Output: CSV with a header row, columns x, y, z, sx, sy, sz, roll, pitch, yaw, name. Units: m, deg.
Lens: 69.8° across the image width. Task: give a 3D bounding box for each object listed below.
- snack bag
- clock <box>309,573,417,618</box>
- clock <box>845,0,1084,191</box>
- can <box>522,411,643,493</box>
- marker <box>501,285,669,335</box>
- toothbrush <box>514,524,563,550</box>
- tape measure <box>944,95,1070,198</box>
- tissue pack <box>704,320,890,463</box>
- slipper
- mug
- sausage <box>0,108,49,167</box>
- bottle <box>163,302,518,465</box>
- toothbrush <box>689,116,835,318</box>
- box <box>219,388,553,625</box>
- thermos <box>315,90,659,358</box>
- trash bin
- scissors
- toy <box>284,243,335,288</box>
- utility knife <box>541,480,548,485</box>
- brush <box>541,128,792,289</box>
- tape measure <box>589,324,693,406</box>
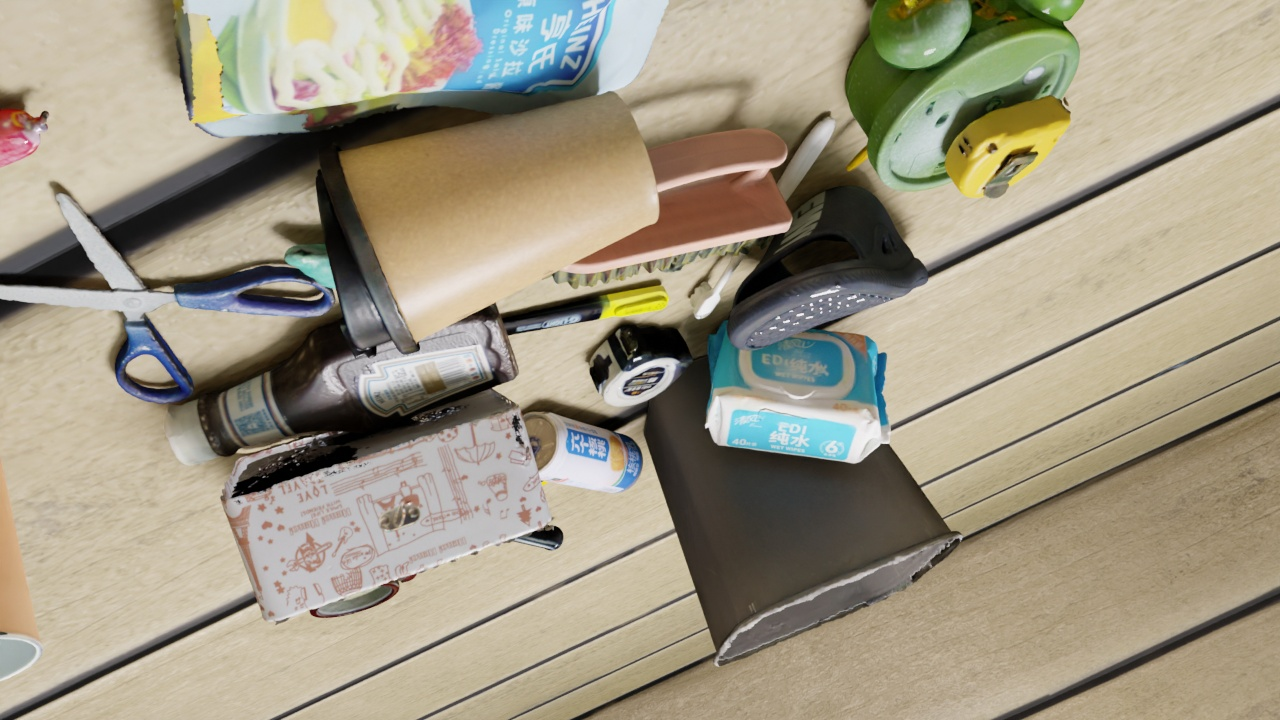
x,y,z,sx,sy,sz,roll,pitch,yaw,name
-0.072,-0.130,0.349,0.190,0.039,0.111,-13,151,-28,snack bag
-0.237,0.176,0.784,0.122,0.055,0.082,-22,155,1,clock
0.169,-0.159,0.484,0.116,0.056,0.161,-21,155,-10,clock
-0.052,0.077,0.757,0.053,0.053,0.134,-33,154,18,can
-0.038,-0.031,0.601,0.124,0.015,0.018,-12,148,-21,marker
-0.139,0.157,0.871,0.027,0.026,0.212,-48,148,7,toothbrush
0.197,-0.112,0.499,0.060,0.029,0.057,-17,156,-14,tape measure
0.117,0.020,0.694,0.140,0.089,0.063,7,139,3,tissue pack
0.124,-0.065,0.621,0.111,0.083,0.267,-23,176,27,slipper
-0.342,0.093,0.445,0.078,0.122,0.078,-19,154,-10,mug
-0.283,-0.058,0.322,0.156,0.020,0.020,-23,155,-4,sausage
-0.172,0.012,0.532,0.194,0.044,0.080,-19,145,-7,bottle
0.074,-0.088,0.592,0.016,0.016,0.181,-10,150,-33,toothbrush
-0.174,0.091,0.636,0.177,0.106,0.272,-17,177,-16,box
-0.069,-0.063,0.395,0.143,0.093,0.093,-21,155,-9,thermos
0.117,0.112,0.782,0.198,0.219,0.199,-18,154,-13,trash bin
-0.234,-0.024,0.442,0.175,0.012,0.163,-6,150,-34,scissors
-0.114,-0.058,0.462,0.092,0.030,0.096,-30,158,17,toy
-0.122,0.122,0.804,0.154,0.015,0.033,-33,145,-1,utility knife
0.005,-0.082,0.482,0.145,0.063,0.073,-14,158,-17,brush
-0.004,0.004,0.680,0.065,0.033,0.066,7,139,-45,tape measure
